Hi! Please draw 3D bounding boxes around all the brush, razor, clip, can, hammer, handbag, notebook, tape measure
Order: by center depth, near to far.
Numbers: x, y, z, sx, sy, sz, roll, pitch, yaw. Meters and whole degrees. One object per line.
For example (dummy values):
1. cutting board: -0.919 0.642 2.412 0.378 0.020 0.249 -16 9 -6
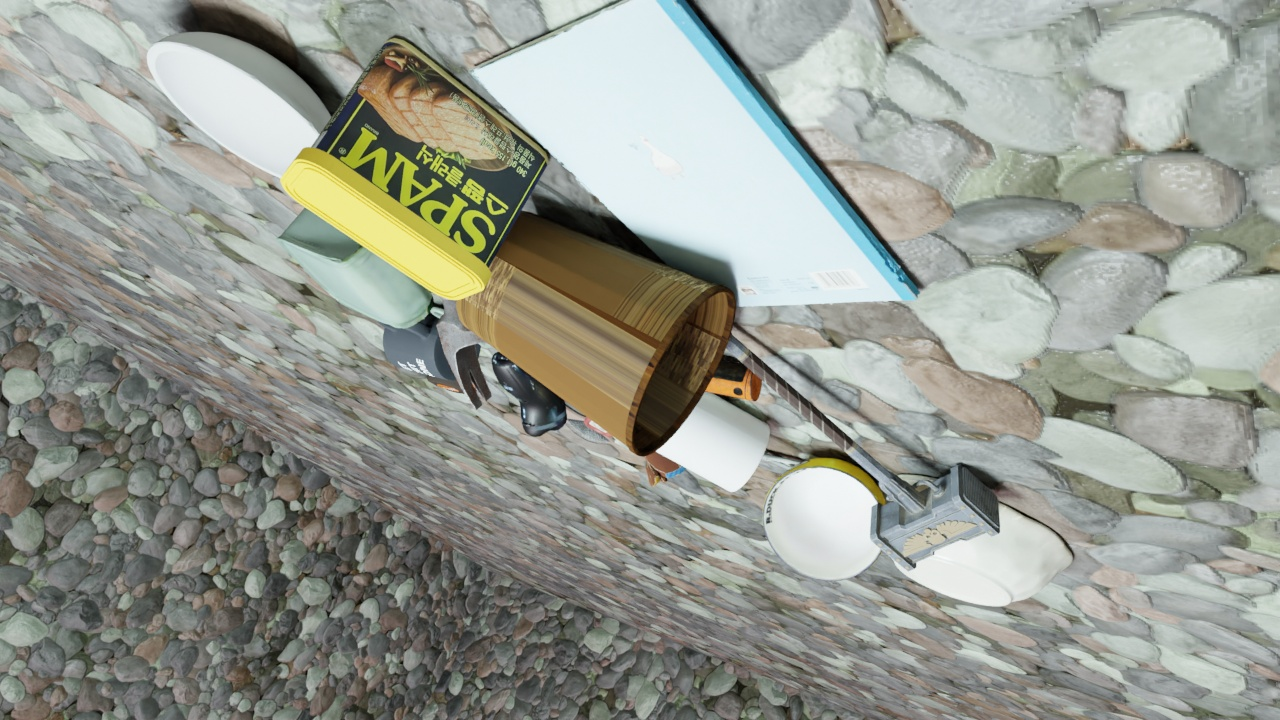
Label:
1. notebook: 0.034 -0.108 0.560 0.181 0.009 0.253 2 149 49
2. can: -0.141 -0.122 0.596 0.135 0.104 0.075 35 158 -24
3. hammer: 0.153 0.055 0.750 0.322 0.044 0.099 40 129 -17
4. hammer: -0.044 0.005 0.833 0.315 0.034 0.138 11 122 22
5. handbag: -0.262 -0.092 0.862 0.106 0.067 0.122 26 161 26
6. clip: -0.180 -0.043 0.945 0.076 0.042 0.023 36 156 -29
7. brush: -0.029 0.057 0.978 0.041 0.030 0.172 29 167 -6
8. razor: -0.129 0.038 1.027 0.053 0.063 0.140 13 157 28
9. brush: -0.088 0.070 1.127 0.050 0.015 0.135 4 151 43
10. tape measure: -0.234 0.017 1.144 0.058 0.038 0.058 25 165 -41

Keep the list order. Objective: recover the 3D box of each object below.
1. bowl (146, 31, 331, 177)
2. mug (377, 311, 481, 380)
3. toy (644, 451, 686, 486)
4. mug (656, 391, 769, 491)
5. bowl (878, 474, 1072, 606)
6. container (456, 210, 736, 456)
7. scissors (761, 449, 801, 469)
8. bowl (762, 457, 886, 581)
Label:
1. bowl: -0.282 -0.192 0.678 0.149 0.043 0.150 23 160 9
2. mug: -0.232 -0.026 0.974 0.077 0.071 0.105 12 166 32
3. toy: 0.013 0.089 1.031 0.103 0.070 0.090 52 169 -5
4. mug: 0.058 0.075 0.883 0.090 0.073 0.111 29 160 -9
5. bowl: 0.306 0.186 0.882 0.189 0.060 0.219 4 151 46
6. container: -0.037 -0.029 0.666 0.167 0.132 0.132 29 162 20
7. scissors: 0.112 0.087 0.938 0.142 0.014 0.158 -7 138 45
8. bowl: 0.182 0.145 0.885 0.117 0.117 0.067 20 -158 17
